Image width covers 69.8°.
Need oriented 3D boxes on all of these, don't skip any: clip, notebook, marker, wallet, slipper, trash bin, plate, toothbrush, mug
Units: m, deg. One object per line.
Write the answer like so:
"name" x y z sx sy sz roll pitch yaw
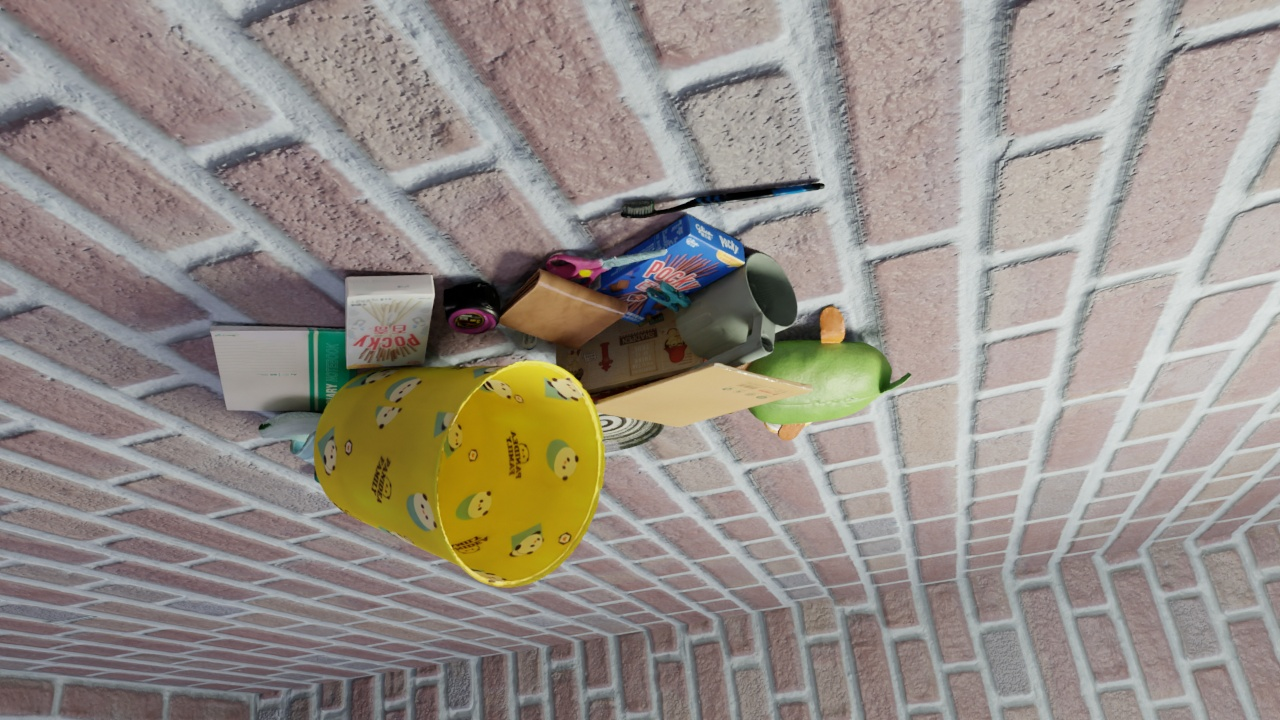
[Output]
"clip" 0.030 -0.065 0.936 0.043 0.014 0.056 -23 151 32
"notebook" 0.058 0.040 0.982 0.147 0.008 0.208 13 158 -38
"marker" -0.114 -0.049 0.995 0.017 0.016 0.146 0 154 -13
"notebook" -0.405 0.013 1.060 0.150 0.012 0.210 1 153 -18
"wallet" -0.084 -0.049 0.951 0.101 0.020 0.116 20 150 -26
"slipper" -0.370 0.119 1.184 0.245 0.074 0.104 18 165 -34
"trash bin" -0.208 0.106 1.004 0.256 0.229 0.229 5 167 40
"plate" -0.053 0.089 1.294 0.179 0.024 0.180 -4 154 -2
"toothbrush" 0.075 -0.149 0.840 0.189 0.014 0.016 -8 131 1
"mug" 0.095 -0.039 0.951 0.083 0.123 0.104 38 136 -28

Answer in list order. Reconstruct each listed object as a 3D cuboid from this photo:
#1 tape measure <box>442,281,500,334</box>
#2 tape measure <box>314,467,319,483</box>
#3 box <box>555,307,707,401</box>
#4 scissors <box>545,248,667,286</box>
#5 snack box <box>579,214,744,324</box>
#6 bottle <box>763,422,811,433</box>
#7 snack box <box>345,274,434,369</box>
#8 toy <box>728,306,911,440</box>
"tape measure" -0.172 -0.056 0.943 0.057 0.039 0.058 -7 150 1
"tape measure" -0.454 0.169 1.357 0.054 0.025 0.058 -6 154 -4
"box" -0.006 0.006 1.047 0.168 0.091 0.077 -13 148 13
"scissors" -0.032 -0.096 0.898 0.134 0.017 0.057 -8 146 31
"snack box" 0.020 -0.089 0.934 0.084 0.026 0.158 19 144 -42
"bottle" 0.210 0.064 1.257 0.063 0.063 0.109 5 152 -23
"snack box" -0.265 -0.039 0.961 0.084 0.026 0.157 -4 154 -19
"toy" 0.201 0.024 1.135 0.246 0.089 0.228 -2 138 -13
